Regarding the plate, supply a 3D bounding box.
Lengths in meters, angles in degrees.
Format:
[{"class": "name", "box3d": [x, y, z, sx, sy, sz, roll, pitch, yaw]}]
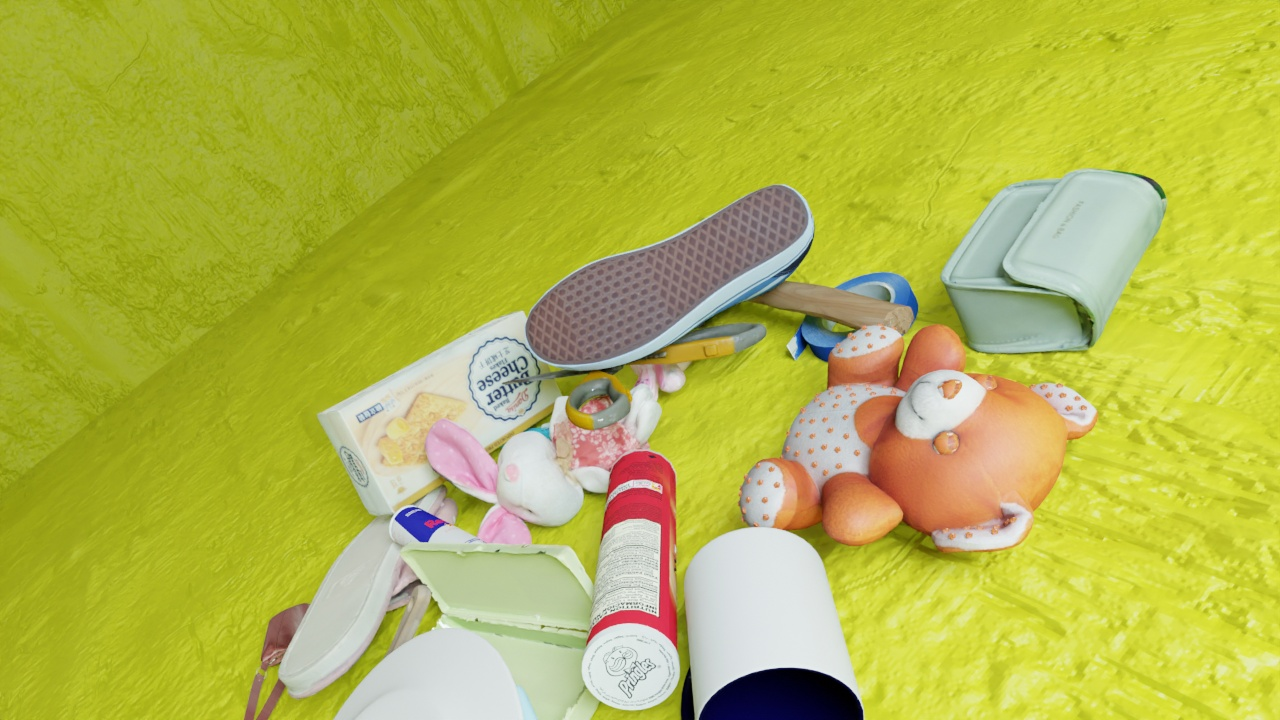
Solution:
[{"class": "plate", "box3d": [-0.149, 0.265, 0.508, 0.243, 0.016, 0.242, -33, 39, 31]}]

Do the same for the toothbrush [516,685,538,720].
[{"class": "toothbrush", "box3d": [-0.048, 0.235, 0.495, 0.022, 0.016, 0.155, -45, 36, 4]}]

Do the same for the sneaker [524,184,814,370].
[{"class": "sneaker", "box3d": [0.030, -0.051, 0.734, 0.241, 0.083, 0.098, -26, -18, 7]}]

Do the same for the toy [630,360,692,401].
[{"class": "toy", "box3d": [0.017, 0.001, 0.816, 0.064, 0.047, 0.109, -33, 27, 25]}]

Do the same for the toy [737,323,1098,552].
[{"class": "toy", "box3d": [0.152, 0.046, 0.521, 0.173, 0.093, 0.163, 2, 42, 50]}]

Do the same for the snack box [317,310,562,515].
[{"class": "snack box", "box3d": [-0.176, 0.045, 0.845, 0.207, 0.104, 0.058, -33, 16, -36]}]

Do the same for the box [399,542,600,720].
[{"class": "box", "box3d": [-0.094, 0.183, 0.623, 0.189, 0.066, 0.127, -11, 79, 43]}]

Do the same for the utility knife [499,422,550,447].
[{"class": "utility knife", "box3d": [-0.122, 0.075, 0.893, 0.162, 0.015, 0.022, -13, 20, 38]}]

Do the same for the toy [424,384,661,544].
[{"class": "toy", "box3d": [-0.068, 0.084, 0.729, 0.194, 0.084, 0.159, -28, 65, 5]}]

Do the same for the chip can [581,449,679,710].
[{"class": "chip can", "box3d": [-0.002, 0.125, 0.580, 0.052, 0.052, 0.214, -29, 17, 12]}]

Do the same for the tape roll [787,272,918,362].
[{"class": "tape roll", "box3d": [0.172, -0.035, 0.722, 0.093, 0.016, 0.091, -1, 42, 50]}]

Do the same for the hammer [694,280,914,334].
[{"class": "hammer", "box3d": [0.115, -0.056, 0.766, 0.098, 0.052, 0.329, -42, 23, -11]}]

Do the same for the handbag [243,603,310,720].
[{"class": "handbag", "box3d": [-0.313, 0.268, 0.786, 0.055, 0.029, 0.119, -27, 32, 21]}]

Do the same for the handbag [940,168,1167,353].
[{"class": "handbag", "box3d": [0.270, -0.068, 0.604, 0.106, 0.067, 0.121, 4, 46, 51]}]

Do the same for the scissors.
[{"class": "scissors", "box3d": [-0.005, 0.005, 0.729, 0.229, 0.016, 0.225, -15, 16, -3]}]

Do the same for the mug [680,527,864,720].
[{"class": "mug", "box3d": [0.056, 0.159, 0.475, 0.112, 0.078, 0.096, -56, 17, 25]}]

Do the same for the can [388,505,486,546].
[{"class": "can", "box3d": [-0.154, 0.141, 0.707, 0.095, 0.032, 0.032, 15, 53, 40]}]

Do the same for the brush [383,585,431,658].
[{"class": "brush", "box3d": [-0.178, 0.224, 0.632, 0.151, 0.012, 0.039, -66, 24, 3]}]

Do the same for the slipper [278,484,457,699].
[{"class": "slipper", "box3d": [-0.215, 0.185, 0.765, 0.114, 0.054, 0.273, -32, 15, 15]}]
